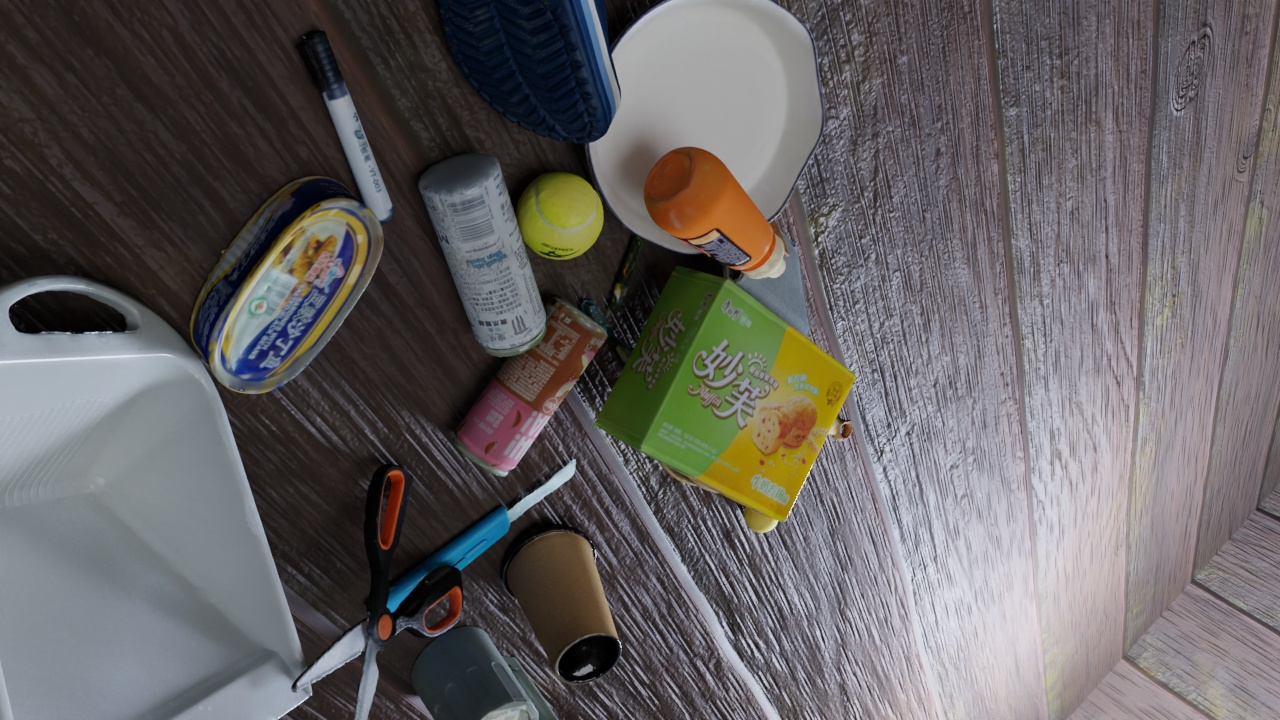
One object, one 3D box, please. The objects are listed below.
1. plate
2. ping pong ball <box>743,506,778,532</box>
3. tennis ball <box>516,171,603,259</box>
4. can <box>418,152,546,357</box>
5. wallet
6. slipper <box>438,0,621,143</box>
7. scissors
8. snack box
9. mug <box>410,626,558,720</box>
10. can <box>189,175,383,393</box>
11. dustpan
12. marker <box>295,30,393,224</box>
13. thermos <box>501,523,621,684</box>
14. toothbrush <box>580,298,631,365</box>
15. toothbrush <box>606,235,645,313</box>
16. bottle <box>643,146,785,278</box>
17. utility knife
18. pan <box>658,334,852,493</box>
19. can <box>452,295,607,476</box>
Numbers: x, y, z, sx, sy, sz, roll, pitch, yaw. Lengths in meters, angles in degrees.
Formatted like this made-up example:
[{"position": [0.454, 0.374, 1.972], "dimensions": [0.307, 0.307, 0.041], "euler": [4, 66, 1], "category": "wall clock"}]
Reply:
[{"position": [0.047, -0.189, 0.721], "dimensions": [0.204, 0.045, 0.205], "euler": [-11, 119, -20], "category": "plate"}, {"position": [0.138, 0.176, 1.047], "dimensions": [0.040, 0.040, 0.040], "euler": [-20, 127, -29], "category": "ping pong ball"}, {"position": [-0.061, -0.109, 0.690], "dimensions": [0.065, 0.065, 0.066], "euler": [-20, 127, -29], "category": "tennis ball"}, {"position": [-0.112, -0.075, 0.673], "dimensions": [0.058, 0.058, 0.147], "euler": [-31, 132, -21], "category": "can"}, {"position": [0.115, -0.090, 0.831], "dimensions": [0.037, 0.106, 0.129], "euler": [-19, 149, 30], "category": "wallet"}, {"position": [-0.072, -0.258, 0.574], "dimensions": [0.095, 0.105, 0.253], "euler": [-58, 149, -34], "category": "slipper"}, {"position": [-0.196, 0.186, 0.701], "dimensions": [0.221, 0.022, 0.232], "euler": [31, 53, -69], "category": "scissors"}, {"position": [0.082, 0.035, 0.812], "dimensions": [0.210, 0.070, 0.157], "euler": [31, 84, -40], "category": "snack box"}, {"position": [-0.140, 0.317, 0.862], "dimensions": [0.123, 0.103, 0.084], "euler": [21, 101, -44], "category": "mug"}, {"position": [-0.230, -0.049, 0.599], "dimensions": [0.148, 0.049, 0.074], "euler": [-53, 136, 0], "category": "can"}, {"position": [-0.284, 0.089, 0.511], "dimensions": [0.143, 0.258, 0.222], "euler": [-46, 173, 10], "category": "dustpan"}, {"position": [-0.189, -0.147, 0.595], "dimensions": [0.022, 0.018, 0.131], "euler": [-41, 136, -33], "category": "marker"}, {"position": [-0.069, 0.220, 0.842], "dimensions": [0.093, 0.143, 0.093], "euler": [-12, 124, -18], "category": "thermos"}, {"position": [-0.005, 0.005, 0.840], "dimensions": [0.016, 0.018, 0.191], "euler": [-46, 135, -8], "category": "toothbrush"}, {"position": [0.009, -0.125, 0.771], "dimensions": [0.012, 0.017, 0.186], "euler": [12, 107, -33], "category": "toothbrush"}, {"position": [0.067, -0.104, 0.712], "dimensions": [0.149, 0.067, 0.067], "euler": [32, 93, -42], "category": "bottle"}, {"position": [-0.144, 0.159, 0.823], "dimensions": [0.222, 0.018, 0.034], "euler": [-37, 133, -18], "category": "utility knife"}, {"position": [0.140, 0.049, 0.959], "dimensions": [0.357, 0.078, 0.197], "euler": [18, 93, -40], "category": "pan"}, {"position": [-0.090, 0.020, 0.751], "dimensions": [0.147, 0.058, 0.058], "euler": [-54, 136, 2], "category": "can"}]
